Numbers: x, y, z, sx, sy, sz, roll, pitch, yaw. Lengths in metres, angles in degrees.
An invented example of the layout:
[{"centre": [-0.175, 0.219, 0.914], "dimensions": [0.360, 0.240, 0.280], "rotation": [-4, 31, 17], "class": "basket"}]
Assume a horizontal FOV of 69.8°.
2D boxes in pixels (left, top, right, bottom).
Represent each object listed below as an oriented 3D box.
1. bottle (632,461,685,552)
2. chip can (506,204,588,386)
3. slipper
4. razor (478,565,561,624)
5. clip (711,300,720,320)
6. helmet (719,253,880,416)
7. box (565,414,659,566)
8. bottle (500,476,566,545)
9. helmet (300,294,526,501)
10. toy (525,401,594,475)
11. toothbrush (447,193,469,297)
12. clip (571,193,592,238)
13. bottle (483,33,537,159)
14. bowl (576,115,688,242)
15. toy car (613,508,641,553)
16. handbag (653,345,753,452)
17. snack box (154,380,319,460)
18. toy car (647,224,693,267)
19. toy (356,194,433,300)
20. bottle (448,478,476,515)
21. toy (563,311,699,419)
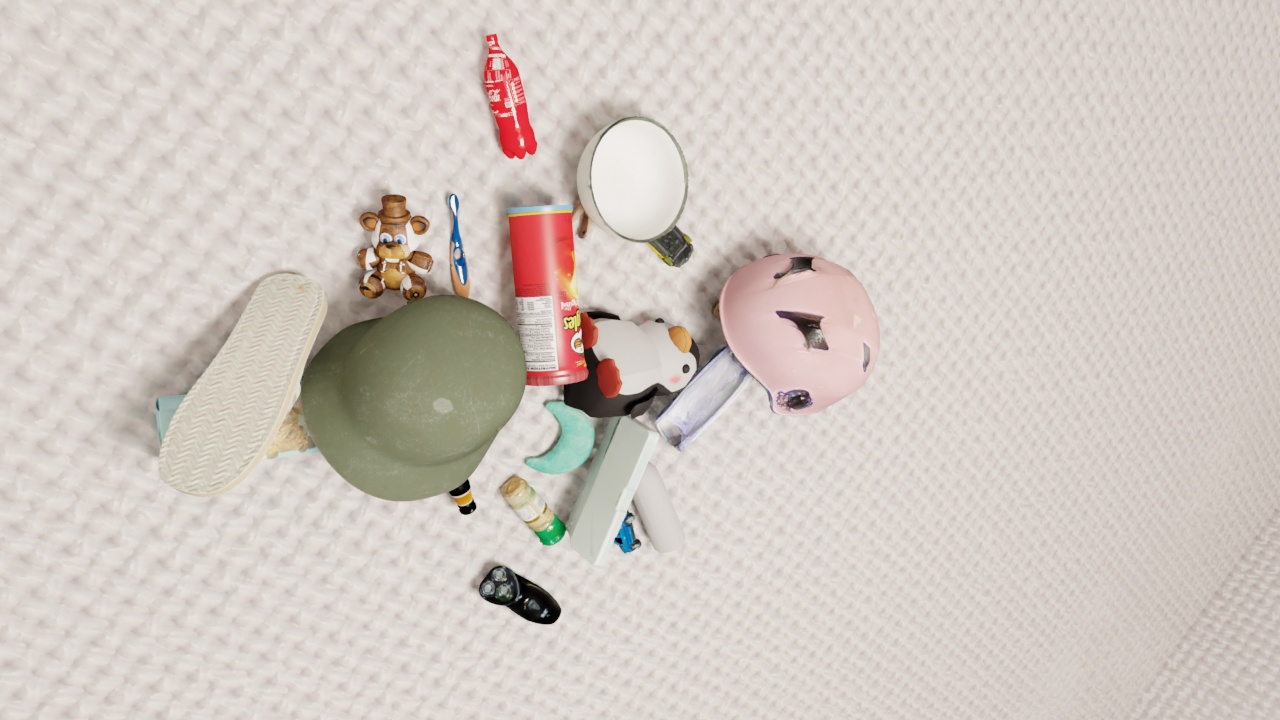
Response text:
[{"centre": [0.012, 0.193, 1.341], "dimensions": [0.052, 0.052, 0.195], "rotation": [-31, 120, -17], "class": "bottle"}, {"centre": [-0.115, -0.080, 1.124], "dimensions": [0.087, 0.087, 0.213], "rotation": [-8, 99, -27], "class": "chip can"}, {"centre": [-0.415, 0.025, 0.975], "dimensions": [0.052, 0.115, 0.262], "rotation": [93, 13, -63], "class": "slipper"}, {"centre": [-0.163, 0.335, 1.286], "dimensions": [0.140, 0.064, 0.053], "rotation": [40, 87, -33], "class": "razor"}, {"centre": [0.128, -0.064, 1.335], "dimensions": [0.061, 0.049, 0.026], "rotation": [33, 91, 7], "class": "clip"}, {"centre": [0.232, -0.046, 1.264], "dimensions": [0.255, 0.153, 0.229], "rotation": [23, 57, -36], "class": "helmet"}, {"centre": [-0.049, 0.164, 1.245], "dimensions": [0.044, 0.136, 0.197], "rotation": [20, 97, -29], "class": "box"}, {"centre": [-0.147, 0.208, 1.262], "dimensions": [0.043, 0.043, 0.111], "rotation": [-42, 122, -11], "class": "bottle"}, {"centre": [-0.223, 0.017, 1.033], "dimensions": [0.227, 0.154, 0.267], "rotation": [55, 40, -1], "class": "helmet"}, {"centre": [-0.105, 0.108, 1.258], "dimensions": [0.085, 0.033, 0.105], "rotation": [15, 101, -22], "class": "toy"}, {"centre": [-0.221, -0.136, 1.110], "dimensions": [0.021, 0.017, 0.135], "rotation": [-12, 116, -22], "class": "toothbrush"}, {"centre": [-0.071, -0.186, 1.174], "dimensions": [0.049, 0.026, 0.061], "rotation": [-31, 113, -29], "class": "clip"}, {"centre": [-0.155, -0.306, 1.068], "dimensions": [0.041, 0.042, 0.142], "rotation": [-23, 118, -21], "class": "bottle"}, {"centre": [-0.019, -0.223, 1.148], "dimensions": [0.153, 0.073, 0.153], "rotation": [-4, 97, -37], "class": "bowl"}, {"centre": [-0.034, 0.233, 1.316], "dimensions": [0.043, 0.056, 0.120], "rotation": [-29, 140, -13], "class": "toy car"}, {"centre": [0.091, 0.055, 1.310], "dimensions": [0.069, 0.126, 0.158], "rotation": [42, 85, 9], "class": "handbag"}, {"centre": [-0.446, 0.072, 1.034], "dimensions": [0.174, 0.053, 0.075], "rotation": [-7, 109, -29], "class": "snack box"}, {"centre": [0.030, -0.167, 1.232], "dimensions": [0.049, 0.030, 0.107], "rotation": [-50, 122, -7], "class": "toy car"}, {"centre": [-0.281, -0.130, 1.048], "dimensions": [0.087, 0.067, 0.113], "rotation": [3, 120, -6], "class": "toy"}, {"centre": [-0.247, 0.119, 1.161], "dimensions": [0.059, 0.059, 0.182], "rotation": [-26, 119, -20], "class": "bottle"}, {"centre": [-0.007, 0.007, 1.231], "dimensions": [0.183, 0.159, 0.140], "rotation": [-10, 152, -37], "class": "toy"}]
